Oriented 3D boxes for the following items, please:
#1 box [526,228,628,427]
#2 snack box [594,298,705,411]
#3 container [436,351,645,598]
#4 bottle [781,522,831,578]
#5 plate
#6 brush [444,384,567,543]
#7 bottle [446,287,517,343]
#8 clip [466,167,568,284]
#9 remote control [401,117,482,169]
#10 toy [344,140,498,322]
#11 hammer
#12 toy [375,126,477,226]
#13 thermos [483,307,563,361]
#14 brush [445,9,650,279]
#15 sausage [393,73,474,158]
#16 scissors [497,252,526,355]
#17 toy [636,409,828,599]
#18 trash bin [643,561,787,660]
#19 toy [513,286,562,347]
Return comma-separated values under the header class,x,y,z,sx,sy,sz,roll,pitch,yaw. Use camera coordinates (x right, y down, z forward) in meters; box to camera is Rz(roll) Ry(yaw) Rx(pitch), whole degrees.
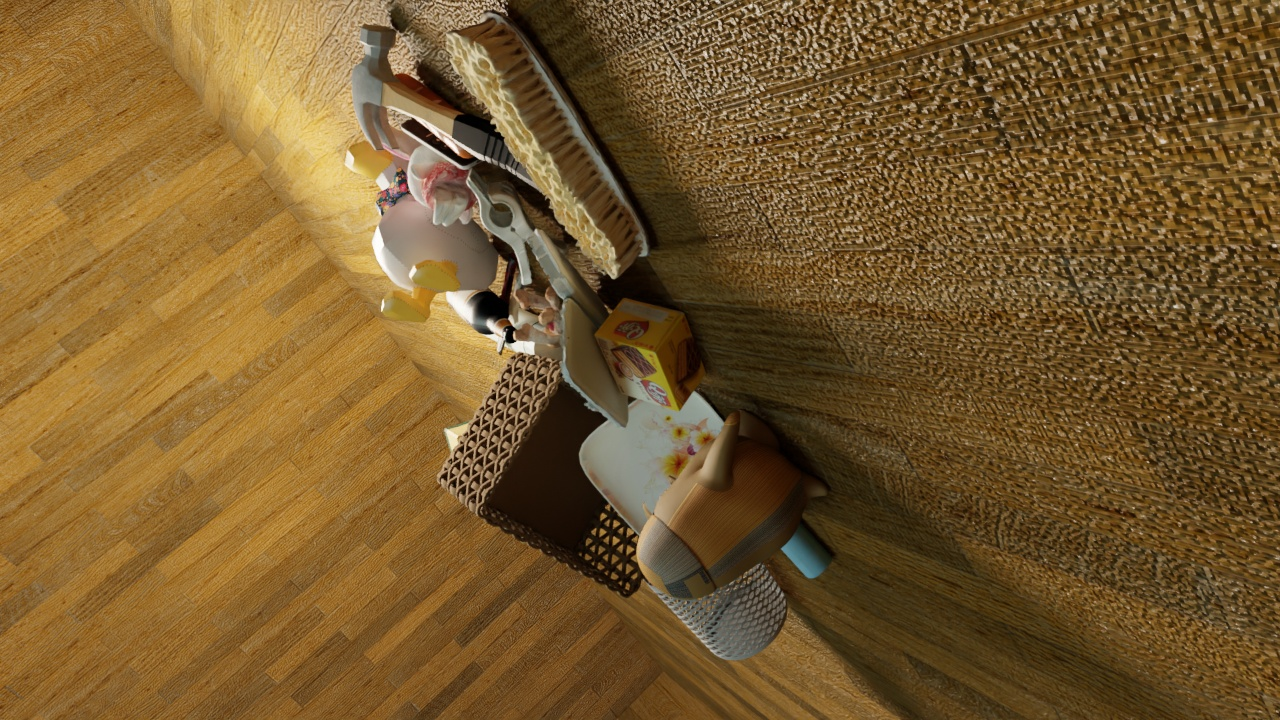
class,x,y,z,sx,sy,sz,roll,pitch,yaw
box,-0.059,-0.033,1.023,0.210,0.061,0.192,50,-163,-62
snack box,0.012,-0.006,1.004,0.084,0.061,0.106,17,148,32
container,-0.098,0.148,1.260,0.251,0.219,0.214,34,170,-24
bottle,0.178,0.208,1.127,0.130,0.040,0.040,47,163,4
plate,0.036,0.129,1.129,0.187,0.187,0.016,50,-158,-9
brush,-0.148,0.129,1.398,0.195,0.249,0.075,62,160,-18
bottle,-0.221,-0.068,1.322,0.182,0.059,0.059,37,161,49
clip,-0.149,-0.162,1.059,0.144,0.074,0.124,50,-173,-18
remote control,-0.234,-0.266,1.102,0.147,0.045,0.008,36,151,36
toy,-0.301,-0.181,1.283,0.246,0.141,0.267,25,-139,-37
hammer,-0.205,-0.257,0.998,0.328,0.039,0.131,31,122,30
toy,-0.254,-0.227,1.161,0.159,0.084,0.194,35,-169,-40
thermos,-0.186,-0.046,1.431,0.230,0.067,0.068,22,149,55
brush,-0.079,-0.196,0.854,0.083,0.056,0.271,15,143,58
sausage,-0.240,-0.288,1.075,0.164,0.039,0.044,40,-165,25
scissors,-0.198,-0.081,1.354,0.188,0.015,0.146,-15,96,56
toy,0.080,0.171,1.008,0.163,0.203,0.199,29,155,48
trash bin,0.116,0.337,1.374,0.183,0.156,0.157,53,163,-23
toy,-0.124,-0.054,1.275,0.106,0.074,0.085,37,-151,-46
